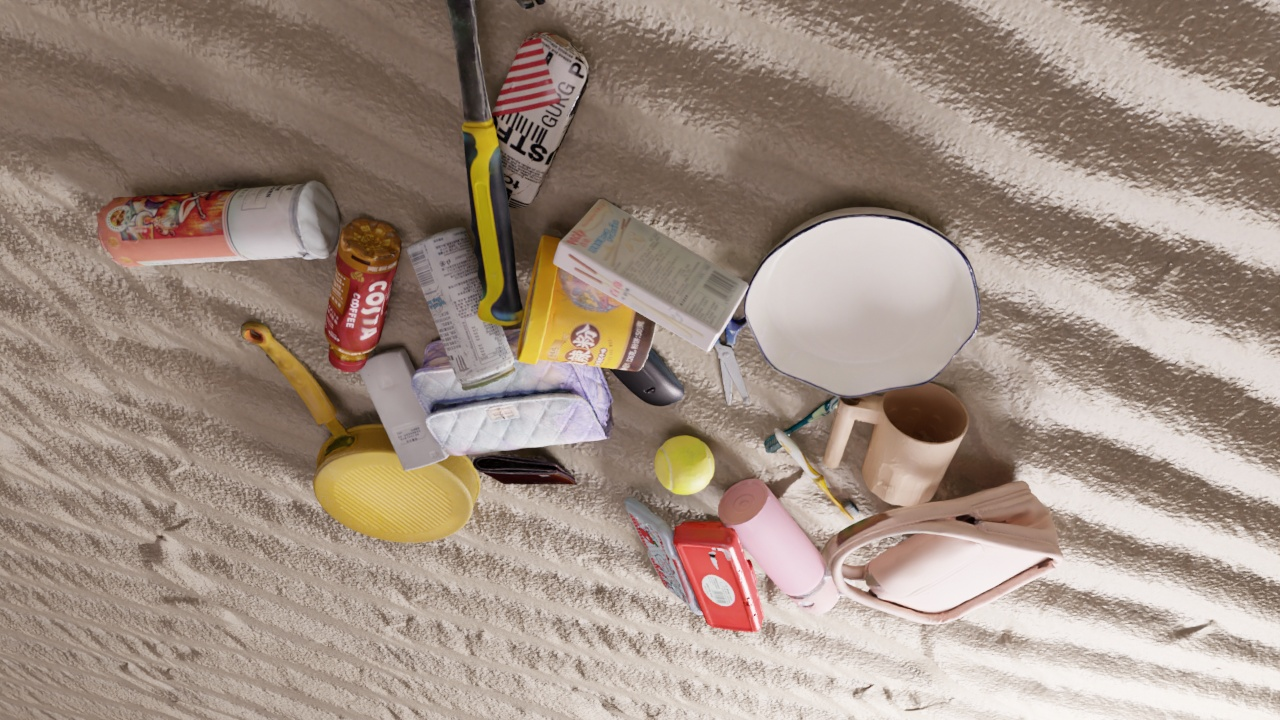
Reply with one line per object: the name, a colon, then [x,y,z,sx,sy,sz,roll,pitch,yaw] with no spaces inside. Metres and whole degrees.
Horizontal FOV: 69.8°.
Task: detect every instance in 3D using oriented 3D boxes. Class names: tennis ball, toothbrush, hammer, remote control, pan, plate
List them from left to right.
pan: [-0.336,0.092,1.075,0.198,0.078,0.357,-22,131,23]
remote control: [-0.259,0.053,1.005,0.056,0.019,0.135,-18,104,13]
hammer: [-0.128,-0.174,0.748,0.126,0.031,0.324,9,123,19]
remote control: [-0.006,0.005,0.943,0.053,0.024,0.136,-25,123,29]
tennis ball: [0.048,0.114,1.003,0.065,0.065,0.066,6,133,6]
toothbrush: [0.195,0.125,1.005,0.018,0.016,0.191,-32,128,16]
toothbrush: [0.196,0.050,0.948,0.016,0.018,0.192,35,130,-21]
plate: [0.200,-0.054,0.835,0.205,0.045,0.205,5,132,6]

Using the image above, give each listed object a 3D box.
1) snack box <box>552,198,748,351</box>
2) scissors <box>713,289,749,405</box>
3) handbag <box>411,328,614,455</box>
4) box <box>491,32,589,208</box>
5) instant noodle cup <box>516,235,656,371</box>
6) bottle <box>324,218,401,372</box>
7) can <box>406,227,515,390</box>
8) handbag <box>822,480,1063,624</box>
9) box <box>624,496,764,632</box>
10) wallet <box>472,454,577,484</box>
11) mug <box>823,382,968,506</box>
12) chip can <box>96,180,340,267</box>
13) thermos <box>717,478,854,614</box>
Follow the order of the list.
snack box: [0.011,-0.076,0.800,0.157,0.084,0.027,30,133,4]
scissors: [0.074,-0.014,0.919,0.133,0.012,0.173,16,134,-6]
handbag: [-0.137,0.037,0.964,0.194,0.075,0.134,-8,130,19]
box: [-0.094,-0.194,0.764,0.068,0.052,0.165,36,133,6]
instant noodle cup: [-0.048,-0.046,0.849,0.114,0.118,0.119,12,133,-11]
bottle: [-0.281,-0.059,0.917,0.057,0.057,0.175,20,132,-8]
can: [-0.168,-0.049,0.865,0.058,0.058,0.147,-15,100,23]
handbag: [0.297,0.201,0.963,0.233,0.093,0.194,10,139,-30]
box: [0.063,0.248,1.098,0.161,0.058,0.201,12,142,31]
wallet: [-0.129,0.128,1.044,0.096,0.020,0.122,4,166,7]
mug: [0.252,0.082,0.923,0.125,0.084,0.104,9,135,6]
chip can: [-0.399,-0.127,0.870,0.215,0.071,0.071,-2,131,13]
thermos: [0.176,0.222,1.073,0.087,0.067,0.198,-16,126,36]
